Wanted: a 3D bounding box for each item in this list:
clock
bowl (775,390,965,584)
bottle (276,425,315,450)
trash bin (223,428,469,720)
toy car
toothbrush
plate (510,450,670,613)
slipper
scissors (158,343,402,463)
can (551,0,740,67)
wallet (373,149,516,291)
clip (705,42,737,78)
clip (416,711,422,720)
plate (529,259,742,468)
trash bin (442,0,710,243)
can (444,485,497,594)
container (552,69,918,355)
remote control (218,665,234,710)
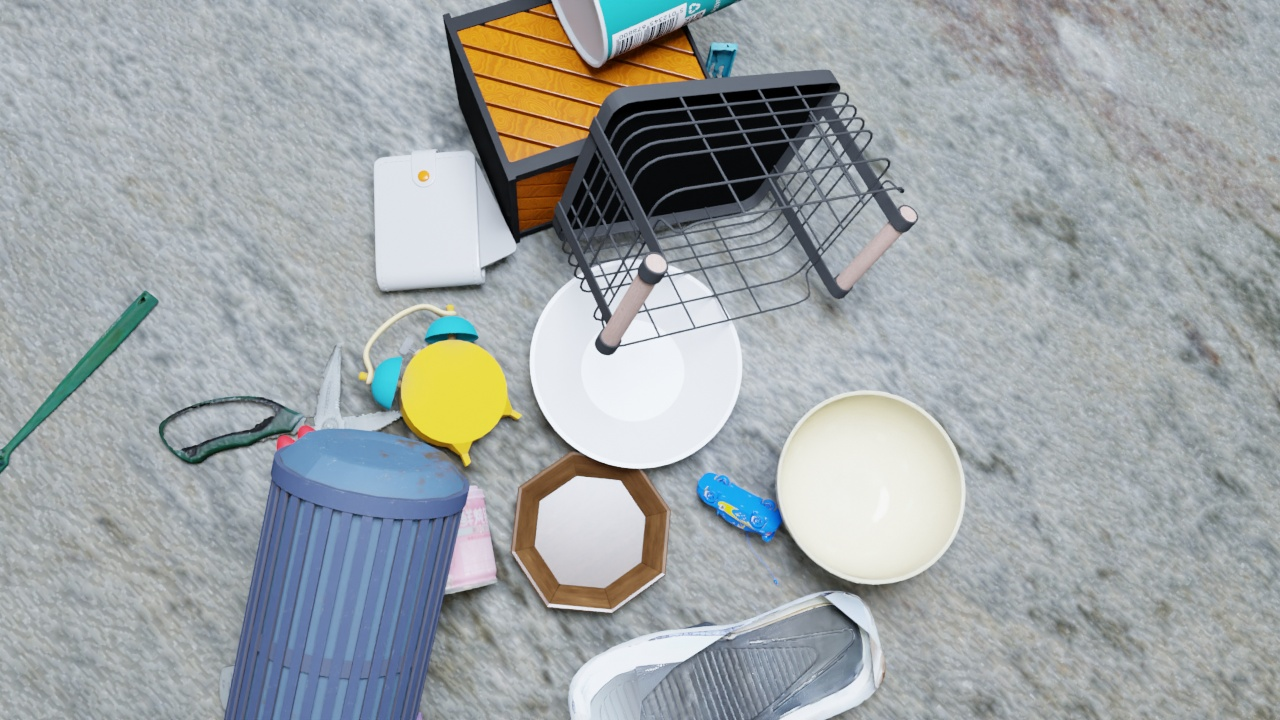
[{"bbox_3d":[-0.161,0.017,0.743,0.099,0.044,0.129,-42,94,-23],"label":"clock"},{"bbox_3d":[0.176,0.104,0.746,0.150,0.075,0.150,1,79,-5],"label":"bowl"},{"bbox_3d":[-0.234,0.117,0.705,0.042,0.042,0.141,-29,85,-11],"label":"bottle"},{"bbox_3d":[-0.202,0.179,0.622,0.139,0.139,0.249,13,96,-3],"label":"trash bin"},{"bbox_3d":[0.082,0.140,0.759,0.092,0.033,0.062,27,118,17],"label":"toy car"},{"bbox_3d":[-0.457,0.019,0.729,0.016,0.017,0.189,37,78,2],"label":"toothbrush"},{"bbox_3d":[-0.040,0.139,0.742,0.131,0.025,0.131,1,78,-6],"label":"plate"},{"bbox_3d":[0.069,0.251,0.714,0.263,0.063,0.111,-12,78,-21],"label":"slipper"},{"bbox_3d":[-0.286,0.084,0.735,0.206,0.015,0.201,2,79,-4],"label":"scissors"},{"bbox_3d":[0.014,-0.285,0.651,0.143,0.099,0.099,-27,82,-11],"label":"can"},{"bbox_3d":[-0.163,-0.120,0.773,0.115,0.037,0.118,-4,79,1],"label":"wallet"},{"bbox_3d":[0.060,-0.234,0.785,0.030,0.130,0.120,4,61,-3],"label":"clip"},{"bbox_3d":[-0.165,0.299,0.704,0.029,0.013,0.050,18,80,-1],"label":"clip"},{"bbox_3d":[-0.004,0.004,0.768,0.174,0.036,0.173,1,78,-6],"label":"plate"},{"bbox_3d":[-0.049,-0.209,0.754,0.171,0.140,0.139,-21,81,-10],"label":"trash bin"},{"bbox_3d":[-0.149,0.140,0.710,0.067,0.067,0.076,-10,80,-8],"label":"can"},{"bbox_3d":[0.065,-0.109,0.697,0.240,0.163,0.130,-14,68,-28],"label":"container"},{"bbox_3d":[-0.252,0.242,0.705,0.136,0.013,0.033,-6,79,-7],"label":"remote control"}]
